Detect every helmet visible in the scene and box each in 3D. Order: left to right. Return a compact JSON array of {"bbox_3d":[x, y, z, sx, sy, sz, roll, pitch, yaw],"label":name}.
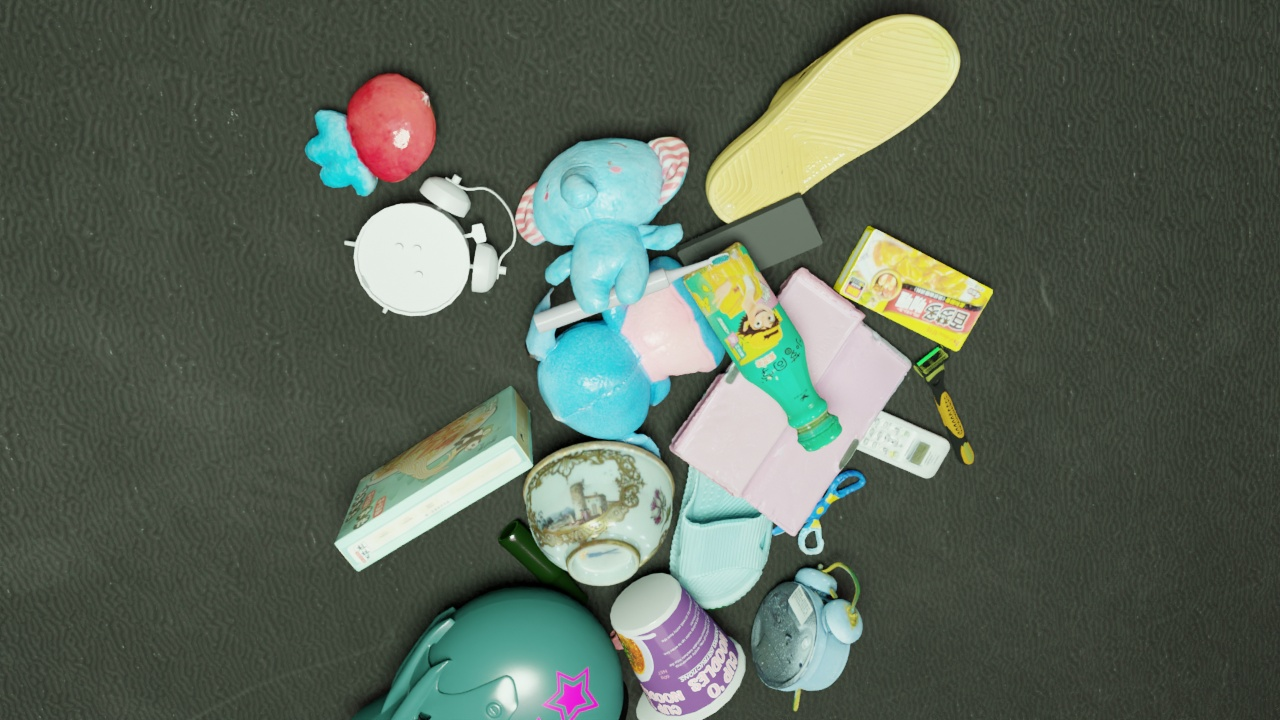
[{"bbox_3d":[-0.159,0.351,0.957,0.275,0.176,0.200,-40,109,6],"label":"helmet"}]

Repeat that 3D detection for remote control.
[{"bbox_3d":[0.108,-0.114,0.908,0.134,0.013,0.058,-22,121,19],"label":"remote control"},{"bbox_3d":[0.274,0.085,1.009,0.133,0.022,0.050,23,102,-13],"label":"remote control"}]

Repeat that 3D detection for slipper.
[{"bbox_3d":[0.097,0.154,0.986,0.116,0.069,0.276,2,106,-11],"label":"slipper"},{"bbox_3d":[0.171,-0.231,0.875,0.264,0.078,0.099,-38,115,23],"label":"slipper"}]

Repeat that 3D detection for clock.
[{"bbox_3d":[-0.196,-0.108,0.874,0.159,0.061,0.120,-24,108,3],"label":"clock"},{"bbox_3d":[0.186,0.295,1.014,0.060,0.118,0.162,22,109,-24],"label":"clock"}]

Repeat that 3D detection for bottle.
[{"bbox_3d":[-0.102,0.225,1.001,0.033,0.033,0.123,-41,107,6],"label":"bottle"},{"bbox_3d":[0.123,-0.010,0.884,0.068,0.068,0.209,-33,94,3],"label":"bottle"}]

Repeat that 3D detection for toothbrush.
[{"bbox_3d":[-0.008,-0.065,0.842,0.188,0.019,0.018,-20,126,2],"label":"toothbrush"}]

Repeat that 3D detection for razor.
[{"bbox_3d":[0.338,0.055,1.008,0.044,0.021,0.144,-34,109,-21],"label":"razor"}]

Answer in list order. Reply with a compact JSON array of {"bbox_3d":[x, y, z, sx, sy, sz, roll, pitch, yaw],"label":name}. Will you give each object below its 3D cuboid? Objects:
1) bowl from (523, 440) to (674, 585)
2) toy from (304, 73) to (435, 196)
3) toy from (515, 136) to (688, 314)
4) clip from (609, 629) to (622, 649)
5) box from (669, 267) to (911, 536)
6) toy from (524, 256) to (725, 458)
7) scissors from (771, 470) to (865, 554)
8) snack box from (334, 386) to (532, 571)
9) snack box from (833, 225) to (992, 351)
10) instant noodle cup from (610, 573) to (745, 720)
[{"bbox_3d":[-0.040,0.168,0.928,0.160,0.093,0.160,-2,133,-3],"label":"bowl"},{"bbox_3d":[-0.246,-0.204,0.844,0.133,0.062,0.092,-22,92,18],"label":"toy"},{"bbox_3d":[-0.040,-0.130,0.833,0.184,0.180,0.115,-14,147,18],"label":"toy"},{"bbox_3d":[-0.020,0.302,1.033,0.023,0.045,0.059,7,92,-6],"label":"clip"},{"bbox_3d":[0.163,0.045,0.946,0.179,0.040,0.232,35,85,-12],"label":"box"},{"bbox_3d":[-0.005,0.005,0.919,0.191,0.099,0.224,-34,111,-6],"label":"toy"},{"bbox_3d":[0.198,0.164,1.018,0.125,0.013,0.126,-23,120,-16],"label":"scissors"},{"bbox_3d":[-0.196,0.112,0.898,0.193,0.141,0.044,-31,108,3],"label":"snack box"},{"bbox_3d":[0.286,-0.074,0.961,0.152,0.025,0.075,24,102,-13],"label":"snack box"},{"bbox_3d":[0.026,0.305,0.988,0.136,0.122,0.122,-33,112,-6],"label":"instant noodle cup"}]
